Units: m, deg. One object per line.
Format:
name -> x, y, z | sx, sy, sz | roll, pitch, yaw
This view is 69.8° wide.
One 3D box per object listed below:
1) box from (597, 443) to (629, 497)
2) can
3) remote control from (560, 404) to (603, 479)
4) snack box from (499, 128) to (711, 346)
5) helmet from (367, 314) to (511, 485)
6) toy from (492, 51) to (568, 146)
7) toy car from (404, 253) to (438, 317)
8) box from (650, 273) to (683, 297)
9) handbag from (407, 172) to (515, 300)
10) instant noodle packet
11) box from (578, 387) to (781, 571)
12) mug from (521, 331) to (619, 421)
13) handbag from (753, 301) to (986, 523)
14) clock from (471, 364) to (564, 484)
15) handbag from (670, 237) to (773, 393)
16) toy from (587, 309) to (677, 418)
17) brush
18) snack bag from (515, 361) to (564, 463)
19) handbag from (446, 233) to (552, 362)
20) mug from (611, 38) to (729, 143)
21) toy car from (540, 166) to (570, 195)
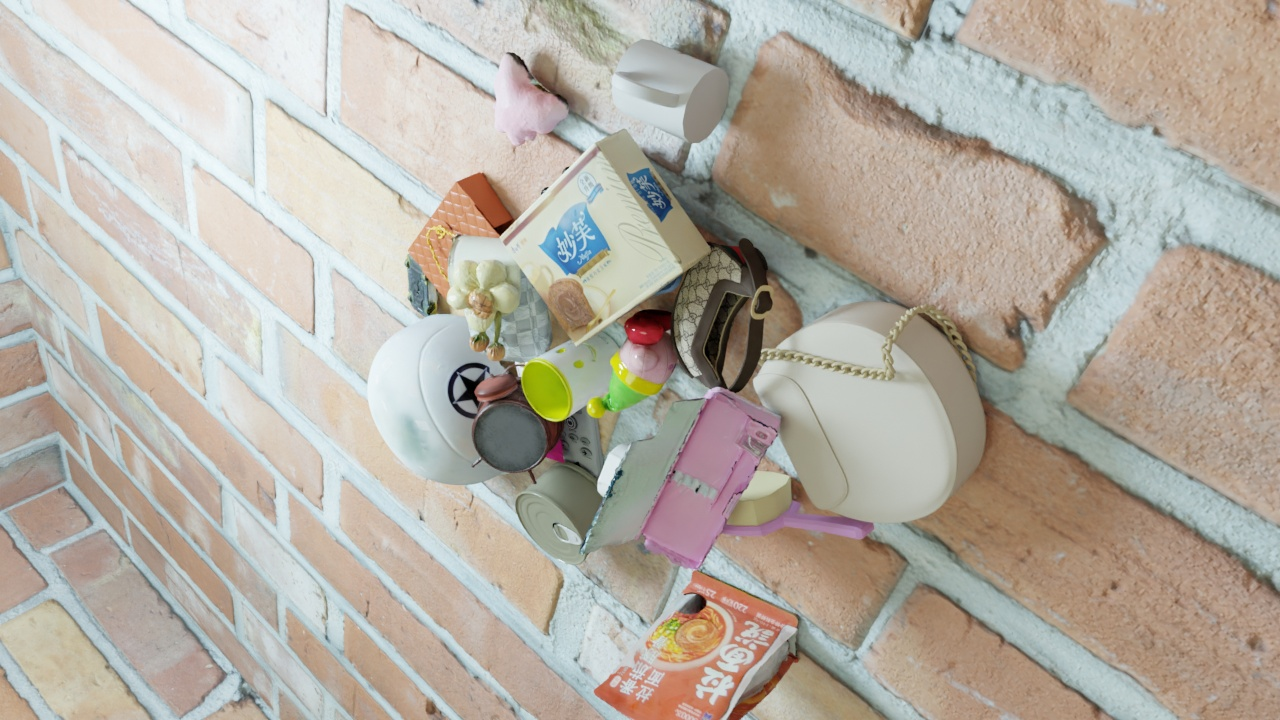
box -> -0.001, 0.151, 1.126 | 0.137, 0.143, 0.083 | 19, 82, 31
can -> -0.103, 0.212, 1.277 | 0.128, 0.073, 0.128 | 27, 139, 26
remote control -> -0.089, 0.096, 1.253 | 0.074, 0.019, 0.151 | 15, 122, 37
snack box -> -0.044, -0.123, 0.974 | 0.153, 0.055, 0.208 | 54, 138, -3
helmet -> -0.292, 0.076, 1.325 | 0.237, 0.163, 0.264 | -5, 110, 45
toy -> -0.134, -0.291, 1.055 | 0.102, 0.050, 0.093 | 44, 132, 10
toy car -> -0.314, -0.110, 1.332 | 0.048, 0.033, 0.106 | 36, 140, 27
box -> -0.030, -0.117, 1.064 | 0.210, 0.049, 0.120 | -11, 92, 45
handbag -> -0.237, -0.152, 1.224 | 0.109, 0.060, 0.172 | 53, 137, 0
instant noodle packet -> 0.070, 0.375, 1.119 | 0.164, 0.220, 0.084 | 18, 126, 34
box -> 0.036, 0.125, 0.969 | 0.066, 0.158, 0.231 | -101, 28, -50
mug -> -0.082, 0.017, 1.140 | 0.083, 0.105, 0.083 | 22, 126, 33
handbag -> 0.217, 0.055, 0.893 | 0.209, 0.103, 0.210 | -23, 95, 50
clock -> -0.161, 0.075, 1.201 | 0.120, 0.072, 0.158 | 15, 111, 1
handbag -> 0.091, -0.043, 0.944 | 0.138, 0.063, 0.167 | 66, 146, 38
toy -> -0.006, 0.006, 1.057 | 0.097, 0.124, 0.131 | 9, 107, 6
brush -> 0.151, 0.161, 1.016 | 0.229, 0.089, 0.043 | -2, 106, 47
snack bag -> -0.144, 0.045, 1.261 | 0.070, 0.016, 0.196 | 8, 114, 53
handbag -> -0.174, -0.064, 1.135 | 0.113, 0.123, 0.172 | 6, 129, 16
mug -> 0.021, -0.263, 0.892 | 0.089, 0.105, 0.074 | 31, 118, 26
toy car -> -0.057, -0.194, 1.032 | 0.154, 0.056, 0.055 | -11, 124, 50
